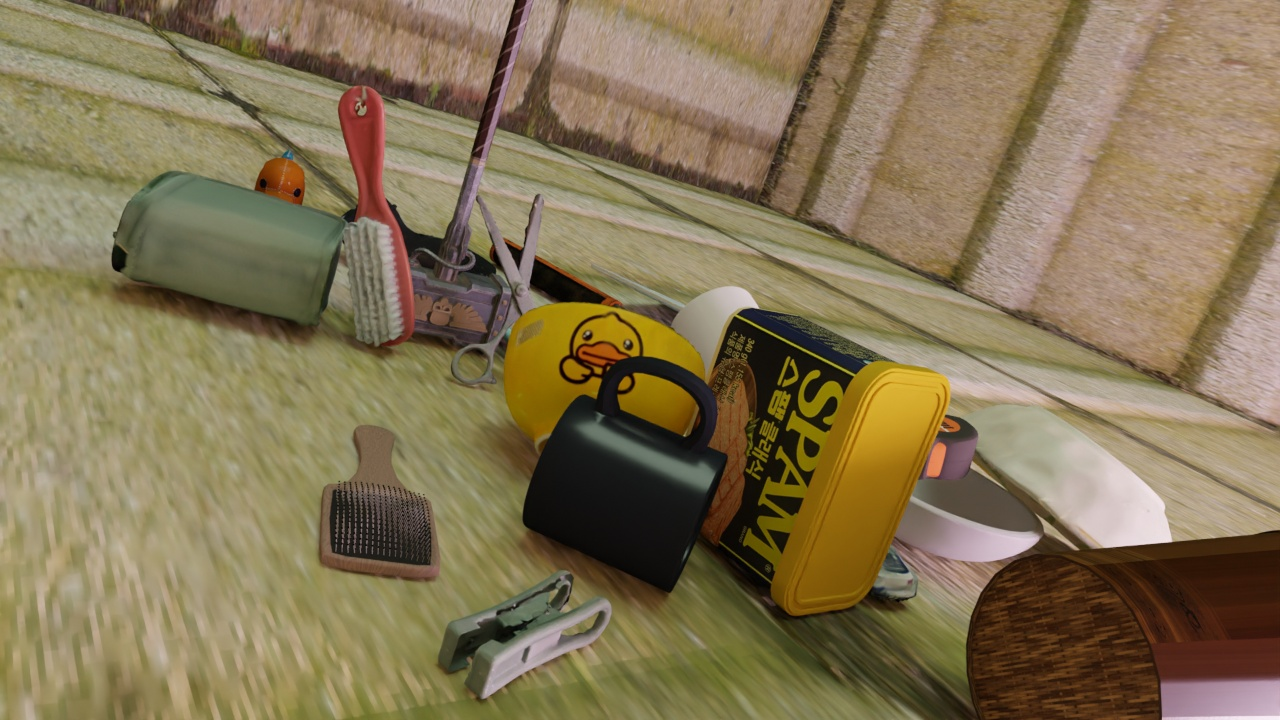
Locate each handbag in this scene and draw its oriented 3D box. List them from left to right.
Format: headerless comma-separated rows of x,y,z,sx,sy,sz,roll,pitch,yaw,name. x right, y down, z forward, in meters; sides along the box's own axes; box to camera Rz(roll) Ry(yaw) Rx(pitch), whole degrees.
-0.262,-0.070,0.596,0.121,0.067,0.106,15,15,-16,handbag

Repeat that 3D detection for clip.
-0.042,0.104,0.356,0.042,0.023,0.075,30,20,27,clip

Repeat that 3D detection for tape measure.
0.192,0.058,0.614,0.058,0.038,0.058,0,21,-20,tape measure

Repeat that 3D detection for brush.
-0.178,-0.093,0.601,0.041,0.172,0.030,-4,8,8,brush
-0.123,0.057,0.431,0.049,0.015,0.135,13,17,-22,brush

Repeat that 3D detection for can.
0.084,0.049,0.494,0.075,0.135,0.104,6,18,-41,can

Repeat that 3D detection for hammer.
-0.104,-0.163,0.631,0.098,0.322,0.044,12,17,-28,hammer
-0.034,-0.053,0.892,0.314,0.035,0.137,31,18,37,hammer

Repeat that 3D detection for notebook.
0.088,-0.031,0.944,0.253,0.009,0.181,28,5,27,notebook

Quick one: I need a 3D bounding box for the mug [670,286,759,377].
0.079,0.009,0.723,0.090,0.074,0.110,62,1,34,mug

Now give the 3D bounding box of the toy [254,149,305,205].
-0.276,-0.122,0.699,0.070,0.090,0.102,13,38,-23,toy

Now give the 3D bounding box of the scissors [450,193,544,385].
-0.070,-0.035,0.631,0.158,0.141,0.014,34,-16,-13,scissors

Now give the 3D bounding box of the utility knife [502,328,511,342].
-0.091,-0.009,0.705,0.166,0.015,0.022,37,-9,44,utility knife

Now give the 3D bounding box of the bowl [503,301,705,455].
-0.025,0.025,0.526,0.117,0.067,0.117,10,-28,5,bowl

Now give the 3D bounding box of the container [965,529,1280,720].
0.247,0.140,0.413,0.167,0.132,0.132,7,19,-23,container

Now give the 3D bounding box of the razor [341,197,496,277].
-0.192,-0.100,0.796,0.140,0.064,0.053,18,16,-4,razor

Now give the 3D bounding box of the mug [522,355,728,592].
-0.001,0.049,0.439,0.077,0.105,0.071,22,21,10,mug

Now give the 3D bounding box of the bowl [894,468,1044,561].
0.194,0.098,0.630,0.149,0.043,0.149,19,15,-6,bowl

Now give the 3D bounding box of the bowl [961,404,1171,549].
0.307,0.089,0.658,0.188,0.060,0.219,38,7,-24,bowl

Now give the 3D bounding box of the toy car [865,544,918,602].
0.125,0.109,0.538,0.038,0.027,0.090,8,19,-30,toy car
